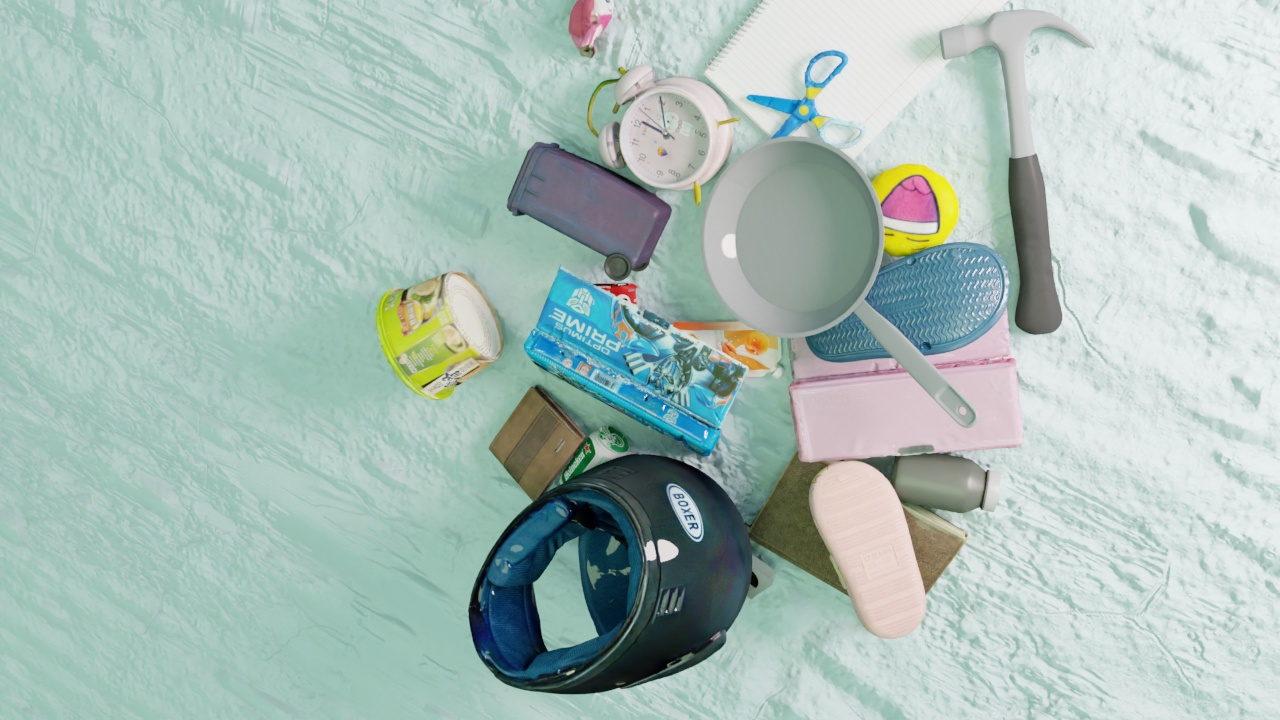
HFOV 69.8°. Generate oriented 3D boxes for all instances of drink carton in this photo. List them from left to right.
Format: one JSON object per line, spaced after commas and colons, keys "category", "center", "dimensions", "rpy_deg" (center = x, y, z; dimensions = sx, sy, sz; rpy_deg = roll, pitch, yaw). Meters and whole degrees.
{"category": "drink carton", "center": [0.099, -0.012, 1.036], "dimensions": [0.122, 0.038, 0.069], "rpy_deg": [-1, 108, 14]}

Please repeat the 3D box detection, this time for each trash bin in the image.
{"category": "trash bin", "center": [-0.058, -0.165, 1.001], "dimensions": [0.161, 0.093, 0.092], "rpy_deg": [28, 107, 7]}

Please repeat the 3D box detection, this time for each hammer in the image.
{"category": "hammer", "center": [0.370, -0.173, 0.873], "dimensions": [0.125, 0.029, 0.311], "rpy_deg": [-8, 108, 19]}

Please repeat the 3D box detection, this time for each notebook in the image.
{"category": "notebook", "center": [0.235, 0.215, 1.067], "dimensions": [0.215, 0.034, 0.191], "rpy_deg": [30, 118, 8]}
{"category": "notebook", "center": [0.202, -0.318, 0.892], "dimensions": [0.178, 0.013, 0.246], "rpy_deg": [43, 118, -1]}

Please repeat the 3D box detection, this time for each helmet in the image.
{"category": "helmet", "center": [-0.015, 0.250, 1.057], "dimensions": [0.317, 0.235, 0.249], "rpy_deg": [-43, 60, 27]}

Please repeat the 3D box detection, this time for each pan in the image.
{"category": "pan", "center": [0.202, -0.069, 0.905], "dimensions": [0.356, 0.050, 0.201], "rpy_deg": [48, 120, 20]}

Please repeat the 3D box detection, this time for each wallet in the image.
{"category": "wallet", "center": [-0.131, 0.104, 1.152], "dimensions": [0.098, 0.026, 0.121], "rpy_deg": [46, 116, 20]}

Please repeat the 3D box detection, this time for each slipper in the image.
{"category": "slipper", "center": [0.244, 0.201, 0.995], "dimensions": [0.093, 0.081, 0.197], "rpy_deg": [-23, 90, -6]}
{"category": "slipper", "center": [0.265, -0.048, 0.922], "dimensions": [0.214, 0.059, 0.103], "rpy_deg": [-17, 75, 35]}

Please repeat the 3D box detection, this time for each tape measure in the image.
{"category": "tape measure", "center": [0.127, 0.261, 1.123], "dimensions": [0.065, 0.016, 0.064], "rpy_deg": [37, 138, 0]}

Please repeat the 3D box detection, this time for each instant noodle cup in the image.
{"category": "instant noodle cup", "center": [-0.233, -0.034, 1.091], "dimensions": [0.098, 0.146, 0.146], "rpy_deg": [-24, 100, 15]}

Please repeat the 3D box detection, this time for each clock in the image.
{"category": "clock", "center": [0.018, -0.243, 0.962], "dimensions": [0.158, 0.058, 0.117], "rpy_deg": [28, 116, 9]}

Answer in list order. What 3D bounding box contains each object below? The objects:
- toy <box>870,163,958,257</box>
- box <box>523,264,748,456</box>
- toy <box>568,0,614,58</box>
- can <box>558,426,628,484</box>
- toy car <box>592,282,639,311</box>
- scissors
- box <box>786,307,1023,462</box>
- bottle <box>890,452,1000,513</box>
{"category": "toy", "center": [0.267, -0.148, 0.915], "dimensions": [0.095, 0.041, 0.094], "rpy_deg": [15, 110, 18]}
{"category": "box", "center": [-0.015, 0.018, 1.035], "dimensions": [0.243, 0.071, 0.171], "rpy_deg": [28, 143, 8]}
{"category": "toy", "center": [-0.049, -0.367, 0.946], "dimensions": [0.050, 0.065, 0.102], "rpy_deg": [-8, 106, -11]}
{"category": "can", "center": [-0.059, 0.131, 1.133], "dimensions": [0.053, 0.053, 0.101], "rpy_deg": [38, 118, 3]}
{"category": "toy car", "center": [-0.047, -0.070, 1.069], "dimensions": [0.090, 0.025, 0.038], "rpy_deg": [2, 110, 20]}
{"category": "scissors", "center": [0.171, -0.248, 0.919], "dimensions": [0.127, 0.015, 0.126], "rpy_deg": [46, 122, 0]}
{"category": "box", "center": [0.269, 0.014, 0.962], "dimensions": [0.233, 0.039, 0.179], "rpy_deg": [-8, 95, 22]}
{"category": "bottle", "center": [0.326, 0.131, 0.987], "dimensions": [0.108, 0.060, 0.060], "rpy_deg": [10, 112, 17]}
